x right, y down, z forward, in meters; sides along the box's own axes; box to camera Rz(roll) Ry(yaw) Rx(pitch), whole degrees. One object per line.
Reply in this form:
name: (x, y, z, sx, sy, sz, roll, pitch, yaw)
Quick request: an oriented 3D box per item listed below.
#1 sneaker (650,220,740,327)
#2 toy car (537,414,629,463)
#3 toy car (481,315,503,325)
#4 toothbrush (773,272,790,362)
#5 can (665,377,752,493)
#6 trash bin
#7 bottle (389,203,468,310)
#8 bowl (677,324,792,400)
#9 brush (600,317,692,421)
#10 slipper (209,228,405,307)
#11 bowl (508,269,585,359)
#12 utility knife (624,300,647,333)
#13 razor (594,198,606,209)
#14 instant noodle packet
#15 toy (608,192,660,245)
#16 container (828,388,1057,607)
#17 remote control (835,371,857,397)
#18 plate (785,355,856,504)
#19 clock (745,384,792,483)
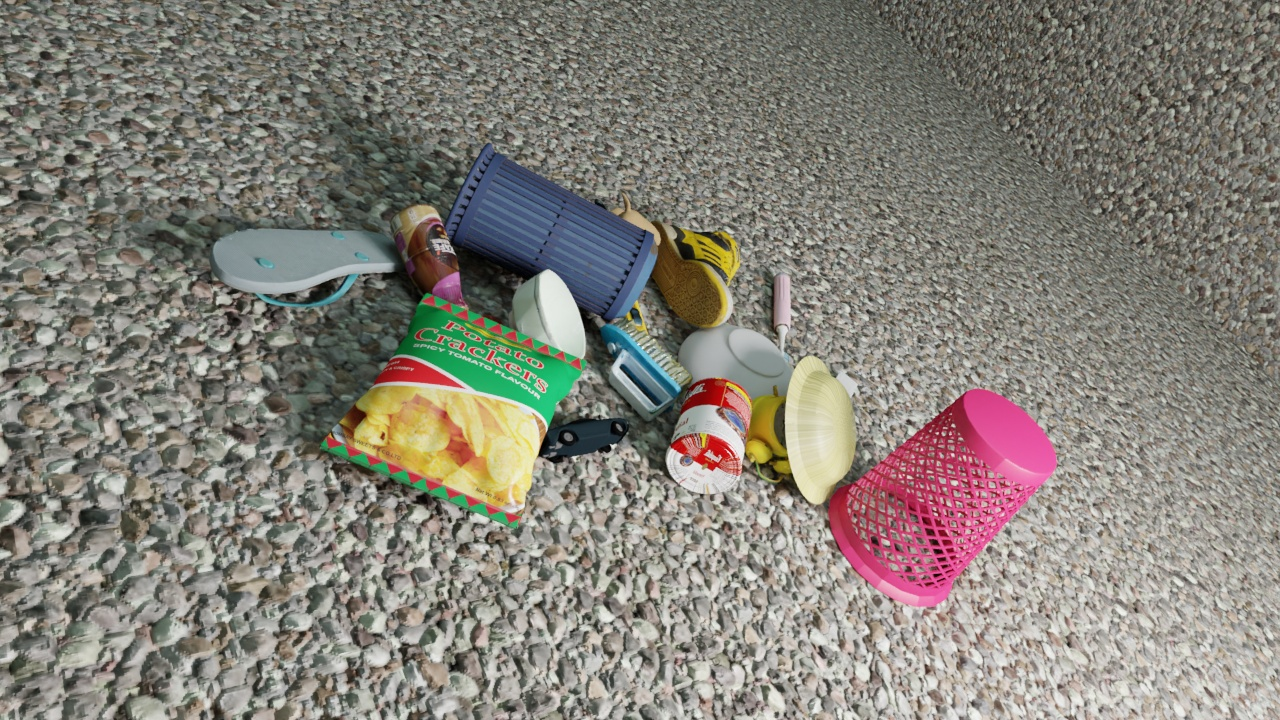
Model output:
sneaker: (0.099, -0.120, 1.319, 0.122, 0.086, 0.238, 4, 35, -31)
toy car: (-0.064, 0.084, 1.013, 0.112, 0.046, 0.034, -7, 57, -39)
toy car: (-0.170, -0.018, 1.063, 0.042, 0.036, 0.091, 6, 38, -30)
toothbrush: (0.218, -0.066, 1.412, 0.026, 0.027, 0.222, 23, 38, -10)
can: (0.083, 0.087, 1.081, 0.086, 0.087, 0.116, 29, 36, -5)
trash bin: (-0.110, -0.155, 1.165, 0.249, 0.140, 0.139, 26, 37, -9)
bottle: (-0.238, -0.100, 1.070, 0.059, 0.060, 0.166, -11, 71, -43)
bowl: (0.142, 0.008, 1.234, 0.176, 0.066, 0.176, 20, 38, -17)
brush: (-0.007, 0.007, 1.140, 0.075, 0.055, 0.136, -33, 69, -31)
slipper: (-0.368, -0.104, 1.014, 0.098, 0.055, 0.268, 39, 25, 13)
bowl: (-0.117, -0.044, 1.091, 0.117, 0.061, 0.117, -19, 90, -73)
utility knife: (-0.004, -0.047, 1.238, 0.030, 0.018, 0.190, 3, 47, -21)
razor: (-0.031, -0.179, 1.366, 0.144, 0.022, 0.043, 56, 2, 23)
instant noodle packet: (-0.177, 0.040, 0.938, 0.195, 0.091, 0.252, 23, 40, -3)
toy: (-0.032, -0.177, 1.288, 0.133, 0.108, 0.106, -33, 106, -34)
container: (0.365, 0.154, 1.094, 0.183, 0.226, 0.182, 20, 38, -17)
remote control: (0.284, 0.056, 1.331, 0.033, 0.012, 0.130, 39, 36, 5)
plate: (0.235, 0.085, 1.141, 0.184, 0.036, 0.184, 11, 76, -56)
clock: (0.169, 0.095, 1.149, 0.083, 0.057, 0.118, 26, 71, -30)
